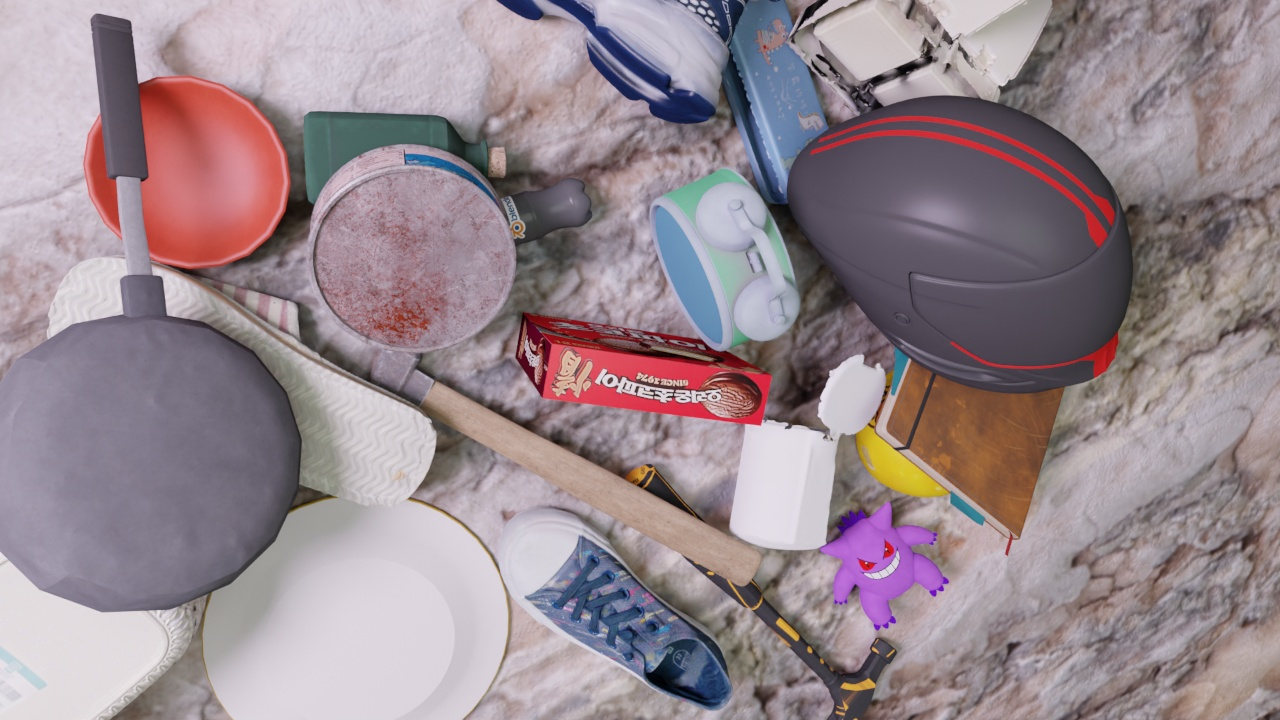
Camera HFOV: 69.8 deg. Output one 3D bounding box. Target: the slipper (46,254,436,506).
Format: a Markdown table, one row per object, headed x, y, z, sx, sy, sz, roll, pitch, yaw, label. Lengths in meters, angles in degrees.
| x | y | z | sx | sy | sz | roll | pitch | yaw | label |
| --- | --- | --- | --- | --- | --- | --- | --- | --- | --- |
| -0.265 | 0.014 | 0.636 | 0.263 | 0.052 | 0.115 | 29 | 93 | -13 | slipper |

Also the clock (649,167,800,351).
| x | y | z | sx | sy | sz | roll | pitch | yaw | label |
| --- | --- | --- | --- | --- | --- | --- | --- | --- | --- |
| 0.067 | -0.071 | 0.647 | 0.075 | 0.161 | 0.122 | -25 | 102 | -9 | clock |

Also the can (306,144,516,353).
| x | y | z | sx | sy | sz | roll | pitch | yaw | label |
| --- | --- | --- | --- | --- | --- | --- | --- | --- | --- |
| -0.149 | -0.071 | 0.600 | 0.130 | 0.044 | 0.130 | -7 | 122 | -12 | can |

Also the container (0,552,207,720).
| x | y | z | sx | sy | sz | roll | pitch | yaw | label |
| --- | --- | --- | --- | --- | --- | --- | --- | --- | --- |
| -0.399 | 0.162 | 0.584 | 0.246 | 0.143 | 0.184 | -39 | 122 | -4 | container |

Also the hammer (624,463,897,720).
| x | y | z | sx | sy | sz | roll | pitch | yaw | label |
| --- | --- | --- | --- | --- | --- | --- | --- | --- | --- |
| 0.094 | 0.206 | 0.779 | 0.320 | 0.036 | 0.123 | 47 | 75 | -18 | hammer |

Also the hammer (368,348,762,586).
| x | y | z | sx | sy | sz | roll | pitch | yaw | label |
| --- | --- | --- | --- | --- | --- | --- | --- | --- | --- |
| -0.053 | 0.083 | 0.696 | 0.331 | 0.030 | 0.119 | 29 | 96 | -10 | hammer |

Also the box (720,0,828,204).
| x | y | z | sx | sy | sz | roll | pitch | yaw | label |
| --- | --- | --- | --- | --- | --- | --- | --- | --- | --- |
| 0.098 | -0.219 | 0.686 | 0.066 | 0.049 | 0.210 | -26 | 108 | -11 | box |

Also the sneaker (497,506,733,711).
| x | y | z | sx | sy | sz | roll | pitch | yaw | label |
| --- | --- | --- | --- | --- | --- | --- | --- | --- | --- |
| -0.017 | 0.209 | 0.730 | 0.235 | 0.079 | 0.087 | 42 | 89 | -19 | sneaker |

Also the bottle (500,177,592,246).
| x | y | z | sx | sy | sz | roll | pitch | yaw | label |
| --- | --- | --- | --- | --- | --- | --- | --- | --- | --- |
| -0.090 | -0.102 | 0.666 | 0.109 | 0.036 | 0.036 | -19 | 106 | -10 | bottle |

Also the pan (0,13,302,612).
| x | y | z | sx | sy | sz | roll | pitch | yaw | label |
| --- | --- | --- | --- | --- | --- | --- | --- | --- | --- |
| -0.292 | -0.032 | 0.541 | 0.178 | 0.041 | 0.357 | -4 | 84 | -47 | pan |

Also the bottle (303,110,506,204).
| x | y | z | sx | sy | sz | roll | pitch | yaw | label |
| --- | --- | --- | --- | --- | --- | --- | --- | --- | --- |
| -0.158 | -0.137 | 0.627 | 0.131 | 0.061 | 0.061 | -2 | 104 | -15 | bottle |

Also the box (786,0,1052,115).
| x | y | z | sx | sy | sz | roll | pitch | yaw | label |
| --- | --- | --- | --- | --- | --- | --- | --- | --- | --- |
| 0.217 | -0.242 | 0.660 | 0.145 | 0.186 | 0.095 | 36 | 48 | -29 | box |

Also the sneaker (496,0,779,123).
| x | y | z | sx | sy | sz | roll | pitch | yaw | label |
| --- | --- | --- | --- | --- | --- | --- | --- | --- | --- |
| -0.029 | -0.286 | 0.606 | 0.269 | 0.103 | 0.132 | 36 | 86 | -12 | sneaker |

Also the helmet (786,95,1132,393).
| x | y | z | sx | sy | sz | roll | pitch | yaw | label |
| --- | --- | --- | --- | --- | --- | --- | --- | --- | --- |
| 0.229 | -0.093 | 0.646 | 0.265 | 0.170 | 0.164 | 27 | 67 | 17 | helmet |

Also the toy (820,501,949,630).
| x | y | z | sx | sy | sz | roll | pitch | yaw | label |
| --- | --- | --- | --- | --- | --- | --- | --- | --- | --- |
| 0.207 | 0.172 | 0.796 | 0.106 | 0.056 | 0.088 | -36 | 105 | 5 | toy |

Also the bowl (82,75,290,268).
| x | y | z | sx | sy | sz | roll | pitch | yaw | label |
| --- | --- | --- | --- | --- | --- | --- | --- | --- | --- |
| -0.295 | -0.123 | 0.607 | 0.122 | 0.035 | 0.122 | -3 | 103 | -14 | bowl |

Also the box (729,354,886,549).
| x | y | z | sx | sy | sz | roll | pitch | yaw | label |
| --- | --- | --- | --- | --- | --- | --- | --- | --- | --- |
| 0.131 | 0.072 | 0.726 | 0.084 | 0.112 | 0.162 | 9 | 87 | -35 | box |

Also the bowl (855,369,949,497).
| x | y | z | sx | sy | sz | roll | pitch | yaw | label |
| --- | --- | --- | --- | --- | --- | --- | --- | --- | --- |
| 0.250 | 0.064 | 0.777 | 0.117 | 0.067 | 0.117 | -3 | 102 | -14 | bowl |

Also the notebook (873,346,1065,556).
| x | y | z | sx | sy | sz | roll | pitch | yaw | label |
| --- | --- | --- | --- | --- | --- | --- | --- | --- | --- |
| 0.277 | 0.005 | 0.744 | 0.178 | 0.014 | 0.248 | 36 | 65 | -19 | notebook |

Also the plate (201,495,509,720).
| x | y | z | sx | sy | sz | roll | pitch | yaw | label |
| --- | --- | --- | --- | --- | --- | --- | --- | --- | --- |
| -0.216 | 0.214 | 0.708 | 0.229 | 0.021 | 0.230 | -3 | 103 | -14 | plate |

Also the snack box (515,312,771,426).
| x | y | z | sx | sy | sz | roll | pitch | yaw | label |
| --- | --- | --- | --- | --- | --- | --- | --- | --- | --- |
| -0.004 | 0.004 | 0.661 | 0.152 | 0.132 | 0.036 | 8 | 99 | -17 | snack box |
